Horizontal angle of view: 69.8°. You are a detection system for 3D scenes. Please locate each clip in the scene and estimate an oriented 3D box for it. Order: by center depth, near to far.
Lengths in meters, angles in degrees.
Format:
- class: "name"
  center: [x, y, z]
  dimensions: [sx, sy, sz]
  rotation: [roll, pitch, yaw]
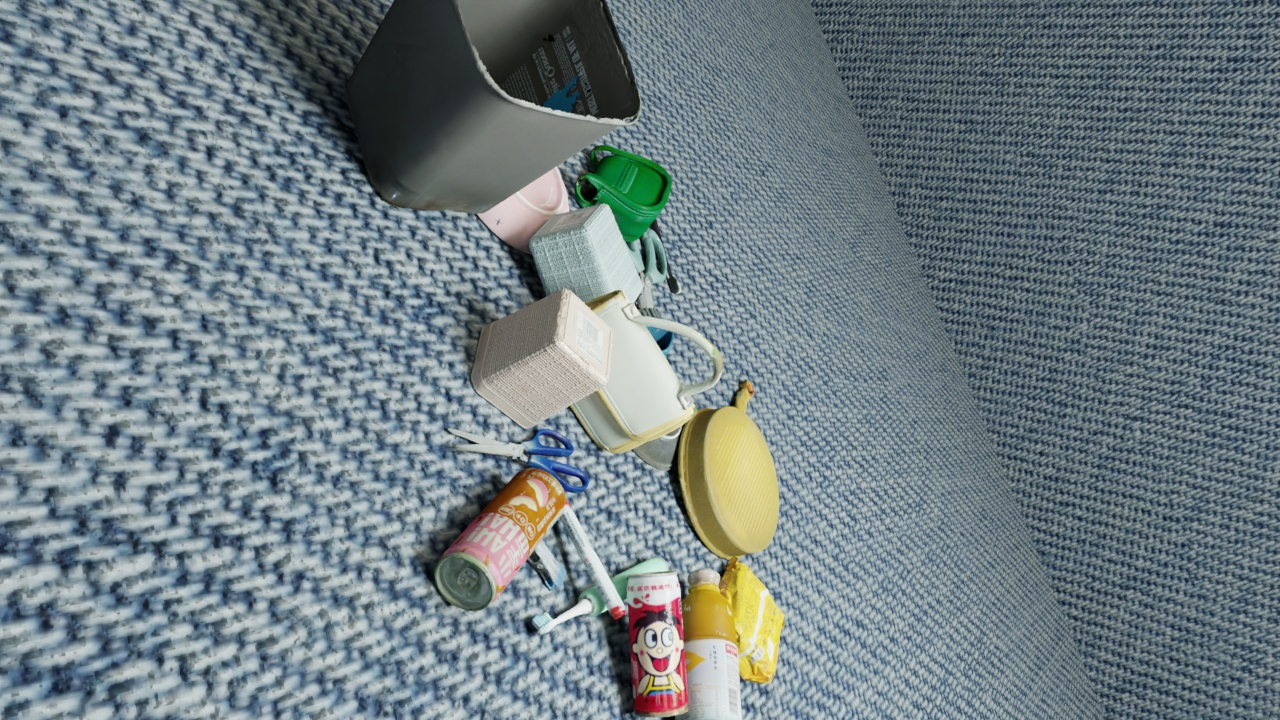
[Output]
- class: "clip"
  center: [-0.089, 0.189, 0.861]
  dimensions: [0.057, 0.032, 0.025]
  rotation: [57, 31, -21]

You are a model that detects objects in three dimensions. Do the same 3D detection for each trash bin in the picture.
- class: "trash bin"
  center: [-0.152, -0.261, 0.878]
  dimensions: [0.198, 0.220, 0.199]
  rotation: [-5, 71, -46]

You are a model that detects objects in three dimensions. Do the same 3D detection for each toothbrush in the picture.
- class: "toothbrush"
  center: [-0.035, 0.233, 0.908]
  dimensions: [0.027, 0.026, 0.224]
  rotation: [46, 24, 19]
- class: "toothbrush"
  center: [0.028, -0.180, 1.355]
  dimensions: [0.018, 0.016, 0.181]
  rotation: [9, 61, -64]

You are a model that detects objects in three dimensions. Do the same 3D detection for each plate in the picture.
- class: "plate"
  center: [-0.143, -0.217, 1.073]
  dimensions: [0.192, 0.039, 0.192]
  rotation: [39, 37, -39]
- class: "plate"
  center: [0.013, 0.047, 1.139]
  dimensions: [0.179, 0.024, 0.179]
  rotation: [38, 38, -38]

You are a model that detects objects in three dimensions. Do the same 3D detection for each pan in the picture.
- class: "pan"
  center: [0.131, 0.119, 1.254]
  dimensions: [0.198, 0.078, 0.356]
  rotation: [61, 34, -20]

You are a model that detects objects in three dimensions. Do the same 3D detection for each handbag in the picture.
- class: "handbag"
  center: [-0.006, 0.006, 0.980]
  dimensions: [0.163, 0.179, 0.063]
  rotation: [58, 33, -12]
- class: "handbag"
  center: [-0.025, -0.232, 1.238]
  dimensions: [0.120, 0.068, 0.131]
  rotation: [32, 40, -13]

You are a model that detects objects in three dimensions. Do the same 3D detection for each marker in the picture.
- class: "marker"
  center: [-0.054, 0.183, 0.891]
  dimensions: [0.017, 0.017, 0.145]
  rotation: [1, 53, -59]

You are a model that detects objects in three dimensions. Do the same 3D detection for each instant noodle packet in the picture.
- class: "instant noodle packet"
  center: [0.125, 0.312, 1.093]
  dimensions: [0.111, 0.044, 0.128]
  rotation: [53, 26, -8]

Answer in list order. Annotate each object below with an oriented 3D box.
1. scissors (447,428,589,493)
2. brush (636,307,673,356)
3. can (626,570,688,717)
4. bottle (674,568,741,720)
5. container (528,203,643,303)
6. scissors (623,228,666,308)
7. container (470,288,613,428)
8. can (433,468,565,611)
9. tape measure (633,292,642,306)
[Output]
- class: "scissors"
  center: [-0.111, 0.097, 0.885]
  dimensions: [0.132, 0.012, 0.172]
  rotation: [49, 23, 7]
- class: "brush"
  center: [-0.010, -0.022, 1.088]
  dimensions: [0.143, 0.055, 0.073]
  rotation: [-10, 52, -48]
- class: "can"
  center: [0.016, 0.275, 0.899]
  dimensions: [0.053, 0.053, 0.132]
  rotation: [12, 72, -56]
- class: "bottle"
  center: [0.070, 0.314, 0.973]
  dimensions: [0.068, 0.068, 0.189]
  rotation: [40, 36, -37]
- class: "container"
  center: [-0.063, -0.108, 1.036]
  dimensions: [0.089, 0.090, 0.111]
  rotation: [-62, 138, -54]
- class: "scissors"
  center: [-0.005, -0.135, 1.262]
  dimensions: [0.143, 0.019, 0.179]
  rotation: [43, 36, -35]
- class: "container"
  center: [-0.093, -0.004, 0.910]
  dimensions: [0.090, 0.111, 0.089]
  rotation: [43, 36, -34]
- class: "can"
  center: [-0.118, 0.152, 0.800]
  dimensions: [0.058, 0.058, 0.147]
  rotation: [59, 29, -10]
- class: "tape measure"
  center: [-0.028, -0.074, 1.131]
  dimensions: [0.039, 0.057, 0.057]
  rotation: [48, 23, -28]
